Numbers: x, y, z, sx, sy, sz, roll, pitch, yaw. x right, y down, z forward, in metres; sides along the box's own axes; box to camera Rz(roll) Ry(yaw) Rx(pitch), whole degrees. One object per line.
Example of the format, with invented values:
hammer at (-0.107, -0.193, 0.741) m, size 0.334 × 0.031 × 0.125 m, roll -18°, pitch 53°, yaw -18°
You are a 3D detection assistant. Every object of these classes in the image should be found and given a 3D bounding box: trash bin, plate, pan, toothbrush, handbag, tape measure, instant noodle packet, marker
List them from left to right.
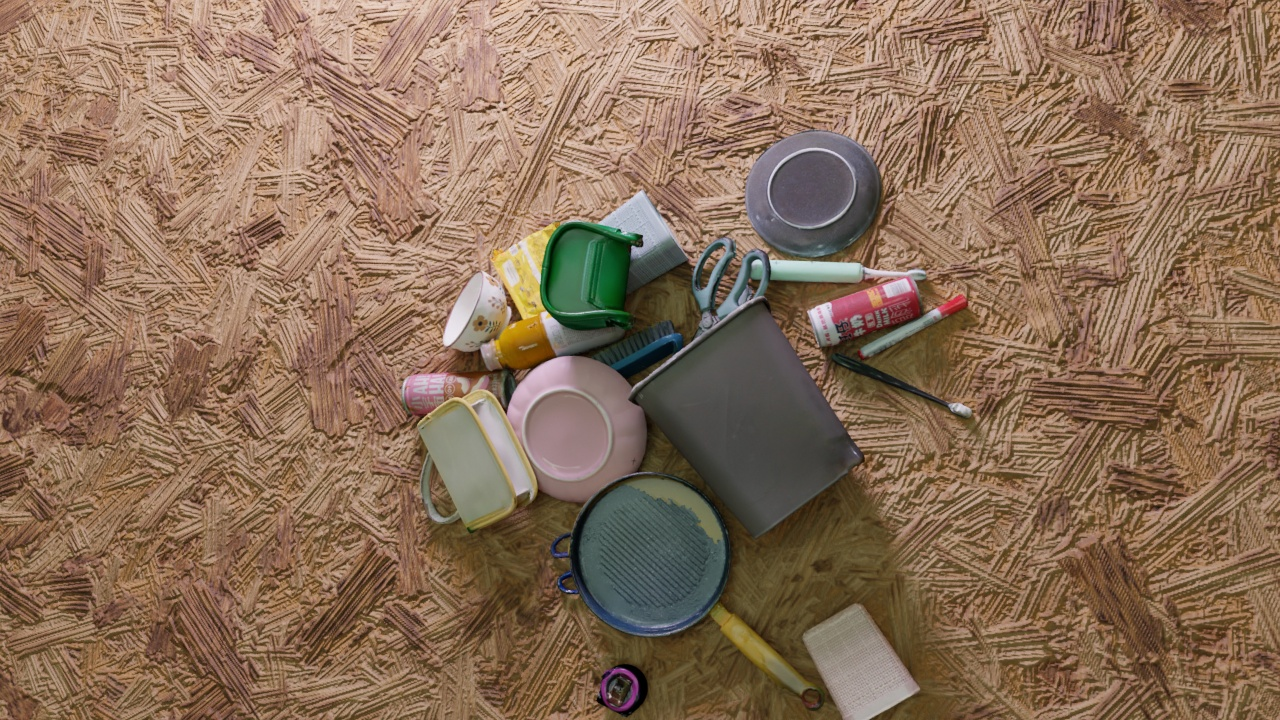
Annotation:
handbag at (-0.230, 0.140, 1.198) m, size 0.179 × 0.063 × 0.163 m, roll -30°, pitch 85°, yaw 34°
instant noodle packet at (-0.136, -0.118, 1.257) m, size 0.111 × 0.044 × 0.128 m, roll -27°, pitch 75°, yaw 2°
plate at (-0.088, 0.092, 1.170) m, size 0.193 × 0.039 × 0.192 m, roll 2°, pitch 98°, yaw 16°
handbag at (-0.059, -0.104, 1.137) m, size 0.120 × 0.068 × 0.131 m, roll 4°, pitch 82°, yaw 14°
tape measure at (-0.021, 0.400, 1.116) m, size 0.057 × 0.039 × 0.058 m, roll 24°, pitch 84°, yaw 18°
pan at (0.072, 0.284, 1.097) m, size 0.357 × 0.078 × 0.197 m, roll 39°, pitch 89°, yaw 9°
trash bin at (0.134, 0.074, 1.081) m, size 0.199 × 0.198 × 0.219 m, roll -37°, pitch 79°, yaw 5°
plate at (0.224, -0.223, 1.202) m, size 0.179 × 0.024 × 0.179 m, roll -3°, pitch 78°, yaw 13°
toothbrush at (0.248, -0.113, 1.170) m, size 0.225 × 0.027 × 0.026 m, roll 3°, pitch 115°, yaw 15°
toothbrush at (0.319, 0.029, 1.128) m, size 0.181 × 0.018 × 0.015 m, roll 24°, pitch 87°, yaw 19°
marker at (0.337, -0.040, 1.138) m, size 0.145 × 0.017 × 0.017 m, roll -28°, pitch 73°, yaw 6°

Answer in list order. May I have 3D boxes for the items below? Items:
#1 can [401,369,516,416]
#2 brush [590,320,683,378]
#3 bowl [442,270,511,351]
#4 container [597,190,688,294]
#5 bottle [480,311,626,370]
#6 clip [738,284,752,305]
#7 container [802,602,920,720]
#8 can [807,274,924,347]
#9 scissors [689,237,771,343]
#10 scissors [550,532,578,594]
can at (-0.244, 0.044, 1.240) m, size 0.147 × 0.058 × 0.058 m, roll -4°, pitch 77°, yaw 13°
brush at (-0.007, 0.007, 1.191) m, size 0.144 × 0.055 × 0.073 m, roll -29°, pitch 72°, yaw 6°
bowl at (-0.215, -0.059, 1.243) m, size 0.062 × 0.114 × 0.113 m, roll 24°, pitch 82°, yaw -24°
container at (-0.012, -0.148, 1.212) m, size 0.111 × 0.090 × 0.090 m, roll -33°, pitch 72°, yaw 9°
bottle at (-0.115, -0.032, 1.206) m, size 0.189 × 0.068 × 0.068 m, roll -18°, pitch 74°, yaw -1°
clip at (0.129, -0.072, 1.195) m, size 0.025 × 0.032 × 0.057 m, roll 21°, pitch 86°, yaw 22°
container at (0.246, 0.341, 1.040) m, size 0.090 × 0.090 × 0.111 m, roll -32°, pitch 69°, yaw 5°
can at (0.278, -0.060, 1.137) m, size 0.133 × 0.053 × 0.053 m, roll -19°, pitch 74°, yaw 9°
scissors at (0.111, -0.070, 1.182) m, size 0.143 × 0.019 × 0.180 m, roll 13°, pitch 85°, yaw 38°
scissors at (-0.032, 0.254, 1.166) m, size 0.173 × 0.012 × 0.132 m, roll 12°, pitch 79°, yaw 15°
